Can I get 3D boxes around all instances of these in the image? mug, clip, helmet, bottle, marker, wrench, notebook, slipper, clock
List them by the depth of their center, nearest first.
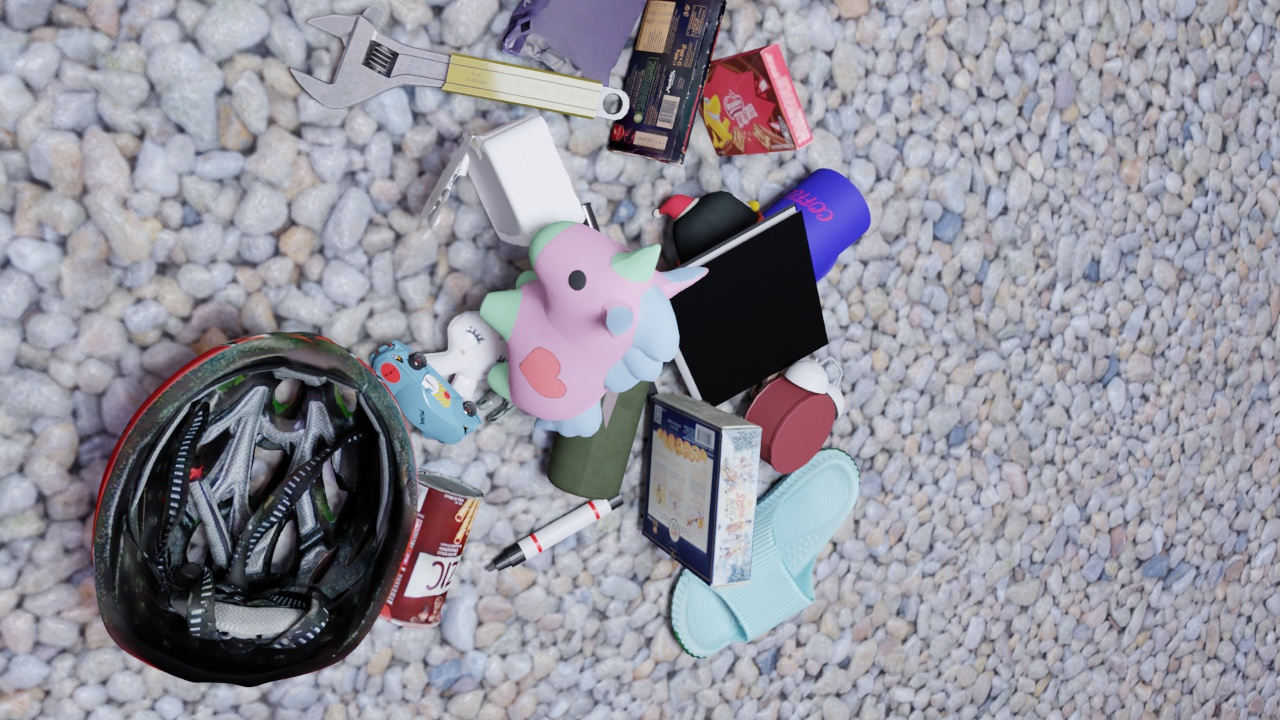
[{"bbox_3d":[-0.285,0.107,0.695,0.217,0.167,0.272,16,93,-26],"label":"helmet"},{"bbox_3d":[-0.141,-0.230,0.755,0.273,0.018,0.084,7,107,-16],"label":"wrench"},{"bbox_3d":[-0.114,0.027,0.840,0.076,0.023,0.047,-40,111,-15],"label":"clip"},{"bbox_3d":[-0.028,0.021,0.840,0.071,0.071,0.207,11,100,-26],"label":"bottle"},{"bbox_3d":[0.095,-0.039,0.849,0.149,0.016,0.207,-29,144,-1],"label":"notebook"},{"bbox_3d":[-0.083,0.166,0.881,0.145,0.019,0.019,-27,110,-18],"label":"marker"},{"bbox_3d":[0.173,-0.124,0.919,0.083,0.079,0.111,-40,141,-13],"label":"mug"},{"bbox_3d":[0.158,0.056,0.937,0.137,0.048,0.096,-51,140,-3],"label":"clock"},{"bbox_3d":[0.137,0.016,0.949,0.025,0.047,0.062,37,111,-25],"label":"clip"},{"bbox_3d":[0.143,0.203,0.966,0.275,0.069,0.116,-43,111,-13],"label":"slipper"}]

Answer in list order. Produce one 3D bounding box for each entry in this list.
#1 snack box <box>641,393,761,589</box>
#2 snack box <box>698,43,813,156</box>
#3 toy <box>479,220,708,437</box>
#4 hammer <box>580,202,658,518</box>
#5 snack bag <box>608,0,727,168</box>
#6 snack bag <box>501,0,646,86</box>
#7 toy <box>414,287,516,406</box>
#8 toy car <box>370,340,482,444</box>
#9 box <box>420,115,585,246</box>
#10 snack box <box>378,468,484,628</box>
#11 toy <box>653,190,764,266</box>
[{"bbox_3d":[0.052,0.114,0.847,0.042,0.144,0.145,-2,101,-25],"label":"snack box"},{"bbox_3d":[0.095,-0.230,0.825,0.021,0.133,0.089,-32,111,-18],"label":"snack box"},{"bbox_3d":[-0.045,-0.012,0.738,0.119,0.171,0.223,-39,142,-43],"label":"toy"},{"bbox_3d":[-0.005,0.005,0.891,0.095,0.015,0.325,-26,109,-18],"label":"hammer"},{"bbox_3d":[0.023,-0.256,0.827,0.018,0.075,0.155,9,98,-68],"label":"snack bag"},{"bbox_3d":[-0.033,-0.335,0.789,0.096,0.058,0.205,26,88,-27],"label":"snack bag"},{"bbox_3d":[-0.143,-0.010,0.810,0.125,0.037,0.076,-43,121,-5],"label":"toy"},{"bbox_3d":[-0.188,0.034,0.785,0.108,0.060,0.027,49,34,-23],"label":"toy car"},{"bbox_3d":[-0.132,-0.134,0.754,0.130,0.110,0.103,-31,111,-18],"label":"box"},{"bbox_3d":[-0.189,0.163,0.803,0.072,0.072,0.121,21,90,-26],"label":"snack box"},{"bbox_3d":[0.077,-0.111,0.862,0.099,0.097,0.119,-39,110,-9],"label":"toy"}]
